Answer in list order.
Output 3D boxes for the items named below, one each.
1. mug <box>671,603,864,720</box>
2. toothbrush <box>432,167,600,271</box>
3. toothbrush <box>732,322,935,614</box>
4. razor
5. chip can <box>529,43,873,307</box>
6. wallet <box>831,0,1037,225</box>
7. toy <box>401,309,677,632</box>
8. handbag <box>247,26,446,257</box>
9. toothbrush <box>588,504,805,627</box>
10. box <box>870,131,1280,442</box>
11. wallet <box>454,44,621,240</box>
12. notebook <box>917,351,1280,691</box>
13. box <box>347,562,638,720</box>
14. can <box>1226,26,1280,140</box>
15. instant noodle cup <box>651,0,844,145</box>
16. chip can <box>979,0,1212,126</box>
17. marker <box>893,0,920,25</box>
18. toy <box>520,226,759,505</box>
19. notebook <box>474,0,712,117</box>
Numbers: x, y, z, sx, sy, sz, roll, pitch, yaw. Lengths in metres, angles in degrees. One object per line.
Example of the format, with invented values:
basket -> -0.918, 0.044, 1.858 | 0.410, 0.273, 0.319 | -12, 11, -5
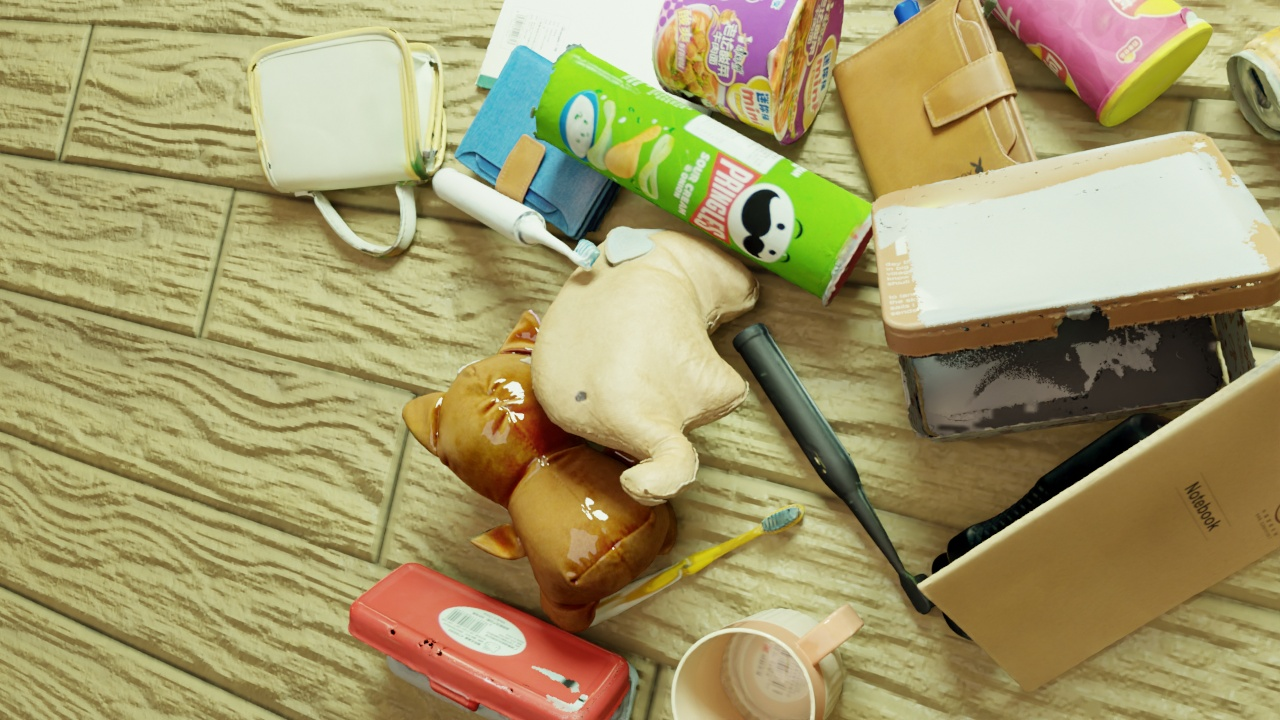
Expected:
mug -> 0.086, 0.186, 0.553 | 0.115, 0.105, 0.081 | -44, 70, 12
toothbrush -> -0.093, -0.102, 0.659 | 0.221, 0.026, 0.026 | 33, 91, 47
toothbrush -> 0.126, 0.067, 0.596 | 0.212, 0.027, 0.026 | 58, 140, 17
razor -> 0.231, 0.092, 0.508 | 0.067, 0.062, 0.168 | 24, 124, -16
chip can -> 0.041, -0.125, 0.607 | 0.236, 0.072, 0.072 | 32, 96, 12
wallet -> 0.189, -0.154, 0.575 | 0.119, 0.035, 0.130 | -28, 72, 46
toy -> -0.065, 0.073, 0.628 | 0.140, 0.131, 0.199 | -39, 80, -16
handbag -> -0.238, -0.175, 0.766 | 0.164, 0.063, 0.179 | 0, 98, 23
toothbrush -> 0.028, 0.144, 0.630 | 0.192, 0.018, 0.016 | -30, 71, 17
box -> 0.223, -0.042, 0.490 | 0.182, 0.168, 0.150 | -11, 80, 21
wallet -> -0.069, -0.165, 0.693 | 0.133, 0.040, 0.106 | 36, 101, 22
notebook -> 0.264, 0.094, 0.481 | 0.208, 0.148, 0.008 | -38, 36, 14
box -> -0.105, 0.226, 0.654 | 0.202, 0.095, 0.099 | 17, 117, 22
can -> 0.404, -0.179, 0.491 | 0.146, 0.058, 0.058 | -28, 74, 17
instant noodle cup -> 0.068, -0.208, 0.603 | 0.099, 0.111, 0.111 | 23, 92, 21
chip can -> 0.238, -0.240, 0.560 | 0.071, 0.071, 0.210 | -41, 70, 13
marker -> 0.196, -0.169, 0.599 | 0.017, 0.017, 0.145 | -20, 76, 19
toy -> -0.003, 0.003, 0.575 | 0.143, 0.083, 0.225 | -2, 46, 15
notebook -> -0.021, -0.257, 0.702 | 0.209, 0.012, 0.150 | 22, 94, 24
